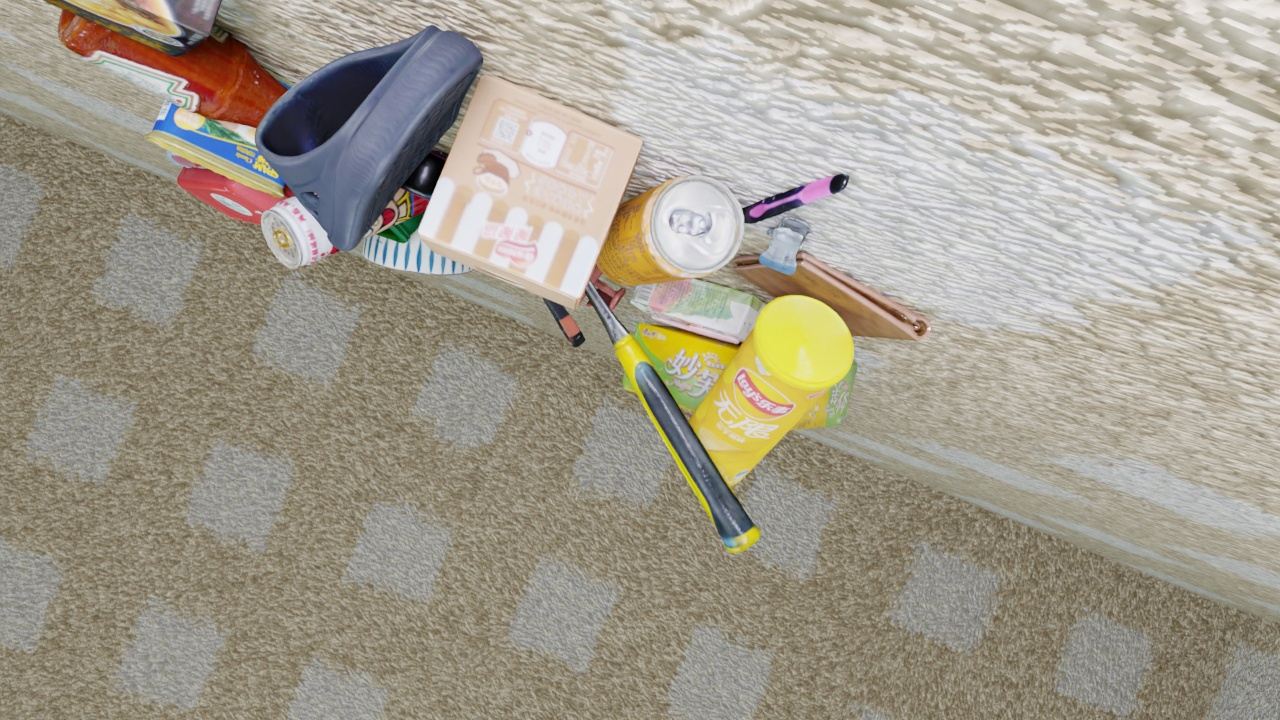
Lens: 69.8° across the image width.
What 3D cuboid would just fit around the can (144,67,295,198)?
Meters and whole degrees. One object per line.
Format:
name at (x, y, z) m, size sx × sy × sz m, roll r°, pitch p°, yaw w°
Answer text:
can at (-0.309, -0.184, 0.702) m, size 0.102 × 0.083 × 0.057 m, roll 25°, pitch 175°, yaw -36°

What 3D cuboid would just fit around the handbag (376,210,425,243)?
handbag at (-0.265, -0.171, 0.857) m, size 0.131 × 0.068 × 0.120 m, roll 22°, pitch 168°, yaw 26°

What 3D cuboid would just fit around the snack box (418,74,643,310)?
snack box at (-0.061, -0.091, 0.519) m, size 0.093 × 0.094 × 0.077 m, roll 22°, pitch 177°, yaw -4°

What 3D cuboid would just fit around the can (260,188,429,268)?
can at (-0.239, -0.124, 0.753) m, size 0.053 × 0.053 × 0.132 m, roll 26°, pitch -136°, yaw 30°

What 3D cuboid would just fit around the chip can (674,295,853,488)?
chip can at (0.087, 0.033, 0.707) m, size 0.072 × 0.071 × 0.214 m, roll 22°, pitch 149°, yaw -2°

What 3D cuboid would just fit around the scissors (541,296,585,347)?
scissors at (-0.104, -0.088, 0.845) m, size 0.189 × 0.015 × 0.225 m, roll 56°, pitch 174°, yaw -12°

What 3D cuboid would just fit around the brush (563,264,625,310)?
brush at (-0.057, -0.078, 0.930) m, size 0.069 × 0.063 × 0.146 m, roll 37°, pitch 174°, yaw -12°

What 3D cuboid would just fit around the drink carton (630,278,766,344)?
drink carton at (0.055, -0.048, 0.848) m, size 0.123 × 0.045 × 0.053 m, roll 19°, pitch 176°, yaw 32°

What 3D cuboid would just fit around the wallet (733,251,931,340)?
wallet at (0.133, -0.046, 0.653) m, size 0.115 × 0.020 × 0.101 m, roll 26°, pitch 174°, yaw -20°

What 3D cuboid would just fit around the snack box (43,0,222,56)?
snack box at (-0.292, -0.214, 0.482) m, size 0.125 × 0.053 × 0.113 m, roll 18°, pitch 179°, yaw -35°

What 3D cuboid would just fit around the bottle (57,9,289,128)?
bottle at (-0.285, -0.192, 0.639) m, size 0.060 × 0.059 × 0.206 m, roll 19°, pitch 176°, yaw 44°

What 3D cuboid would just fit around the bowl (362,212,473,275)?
bowl at (-0.225, -0.134, 0.948) m, size 0.116 × 0.066 × 0.116 m, roll 9°, pitch -162°, yaw -3°

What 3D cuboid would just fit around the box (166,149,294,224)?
box at (-0.378, -0.183, 0.827) m, size 0.201 × 0.073 × 0.154 m, roll 16°, pitch 136°, yaw 50°

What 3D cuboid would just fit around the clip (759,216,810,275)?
clip at (0.087, -0.070, 0.545) m, size 0.027 × 0.043 × 0.058 m, roll 25°, pitch 169°, yaw 3°

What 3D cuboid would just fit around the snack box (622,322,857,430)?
snack box at (0.104, 0.015, 0.919) m, size 0.158 × 0.070 × 0.209 m, roll 17°, pitch -172°, yaw 32°

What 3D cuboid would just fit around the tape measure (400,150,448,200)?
tape measure at (-0.171, -0.151, 0.729) m, size 0.058 × 0.039 × 0.057 m, roll 27°, pitch -172°, yaw 16°

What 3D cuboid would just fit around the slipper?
slipper at (-0.158, -0.135, 0.514) m, size 0.083 × 0.110 × 0.268 m, roll 40°, pitch 166°, yaw -16°

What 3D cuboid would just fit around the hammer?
hammer at (-0.004, 0.004, 0.699) m, size 0.323 × 0.032 × 0.126 m, roll 58°, pitch 174°, yaw 0°

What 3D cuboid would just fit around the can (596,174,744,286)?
can at (0.012, -0.077, 0.571) m, size 0.058 × 0.058 × 0.146 m, roll 23°, pitch 176°, yaw -16°

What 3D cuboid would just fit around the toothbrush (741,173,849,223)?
toothbrush at (0.071, -0.083, 0.504) m, size 0.017 × 0.014 × 0.189 m, roll 13°, pitch 179°, yaw -15°
